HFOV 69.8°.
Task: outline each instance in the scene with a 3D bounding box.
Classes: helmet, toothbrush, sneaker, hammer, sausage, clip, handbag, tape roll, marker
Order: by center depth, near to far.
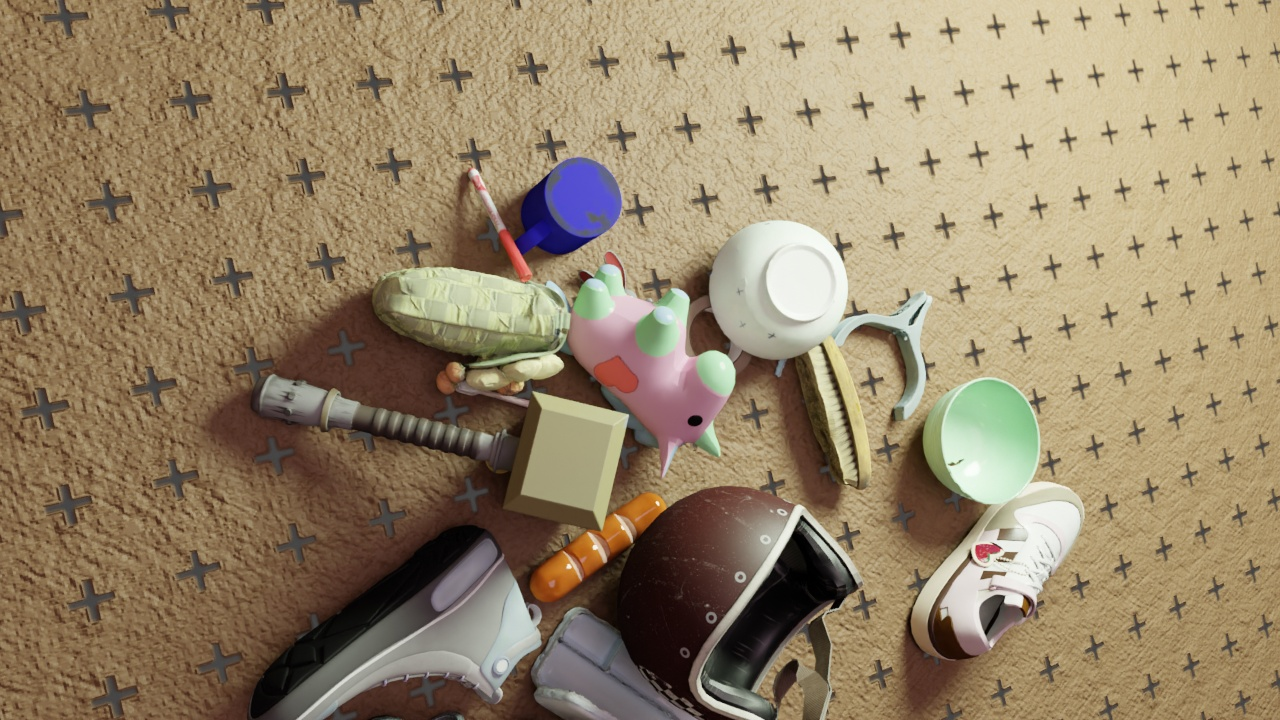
[{"bbox_3d":[-0.204,0.277,0.820,0.255,0.093,0.160,-39,110,-32],"label":"sneaker"},{"bbox_3d":[-0.187,0.068,0.832,0.325,0.190,0.100,14,79,-4],"label":"hammer"},{"bbox_3d":[-0.161,-0.024,0.866,0.186,0.113,0.117,10,83,-19],"label":"handbag"},{"bbox_3d":[0.099,0.248,0.873,0.253,0.234,0.232,40,60,2],"label":"helmet"},{"bbox_3d":[-0.140,-0.136,0.904,0.012,0.013,0.142,-18,66,-24],"label":"marker"},{"bbox_3d":[-0.042,0.188,0.928,0.164,0.045,0.039,-32,87,-25],"label":"sausage"},{"bbox_3d":[-0.101,0.048,0.933,0.181,0.018,0.015,17,82,-22],"label":"toothbrush"},{"bbox_3d":[0.078,-0.024,1.007,0.093,0.030,0.093,2,84,-23],"label":"tape roll"},{"bbox_3d":[0.454,0.245,1.094,0.293,0.117,0.112,-33,98,-22],"label":"sneaker"},{"bbox_3d":[0.307,0.007,1.105,0.168,0.031,0.164,-23,96,-22],"label":"clip"}]

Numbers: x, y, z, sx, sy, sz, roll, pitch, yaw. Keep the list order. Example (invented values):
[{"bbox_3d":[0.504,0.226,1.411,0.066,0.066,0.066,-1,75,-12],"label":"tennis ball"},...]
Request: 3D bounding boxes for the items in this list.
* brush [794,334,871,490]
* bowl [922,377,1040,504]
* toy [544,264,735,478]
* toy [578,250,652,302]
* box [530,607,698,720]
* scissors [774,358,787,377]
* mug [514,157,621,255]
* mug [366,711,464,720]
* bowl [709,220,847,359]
[{"bbox_3d":[0.219,0.055,1.045,0.043,0.059,0.195,-17,93,-13],"label":"brush"},{"bbox_3d":[0.399,0.097,1.107,0.150,0.077,0.151,2,84,-23],"label":"bowl"},{"bbox_3d":[-0.006,0.005,0.930,0.222,0.171,0.119,22,33,10],"label":"toy"},{"bbox_3d":[-0.016,-0.061,0.971,0.049,0.030,0.111,-36,103,6],"label":"toy"},{"bbox_3d":[0.003,0.338,0.913,0.210,0.130,0.105,40,62,-21],"label":"box"},{"bbox_3d":[0.178,-0.045,1.065,0.055,0.015,0.136,23,83,-18],"label":"scissors"},{"bbox_3d":[-0.082,-0.144,0.922,0.111,0.084,0.079,-42,101,-21],"label":"mug"},{"bbox_3d":[-0.205,0.352,0.808,0.117,0.111,0.081,-22,94,-23],"label":"mug"},{"bbox_3d":[0.156,-0.078,0.978,0.153,0.073,0.153,1,88,-15],"label":"bowl"}]
